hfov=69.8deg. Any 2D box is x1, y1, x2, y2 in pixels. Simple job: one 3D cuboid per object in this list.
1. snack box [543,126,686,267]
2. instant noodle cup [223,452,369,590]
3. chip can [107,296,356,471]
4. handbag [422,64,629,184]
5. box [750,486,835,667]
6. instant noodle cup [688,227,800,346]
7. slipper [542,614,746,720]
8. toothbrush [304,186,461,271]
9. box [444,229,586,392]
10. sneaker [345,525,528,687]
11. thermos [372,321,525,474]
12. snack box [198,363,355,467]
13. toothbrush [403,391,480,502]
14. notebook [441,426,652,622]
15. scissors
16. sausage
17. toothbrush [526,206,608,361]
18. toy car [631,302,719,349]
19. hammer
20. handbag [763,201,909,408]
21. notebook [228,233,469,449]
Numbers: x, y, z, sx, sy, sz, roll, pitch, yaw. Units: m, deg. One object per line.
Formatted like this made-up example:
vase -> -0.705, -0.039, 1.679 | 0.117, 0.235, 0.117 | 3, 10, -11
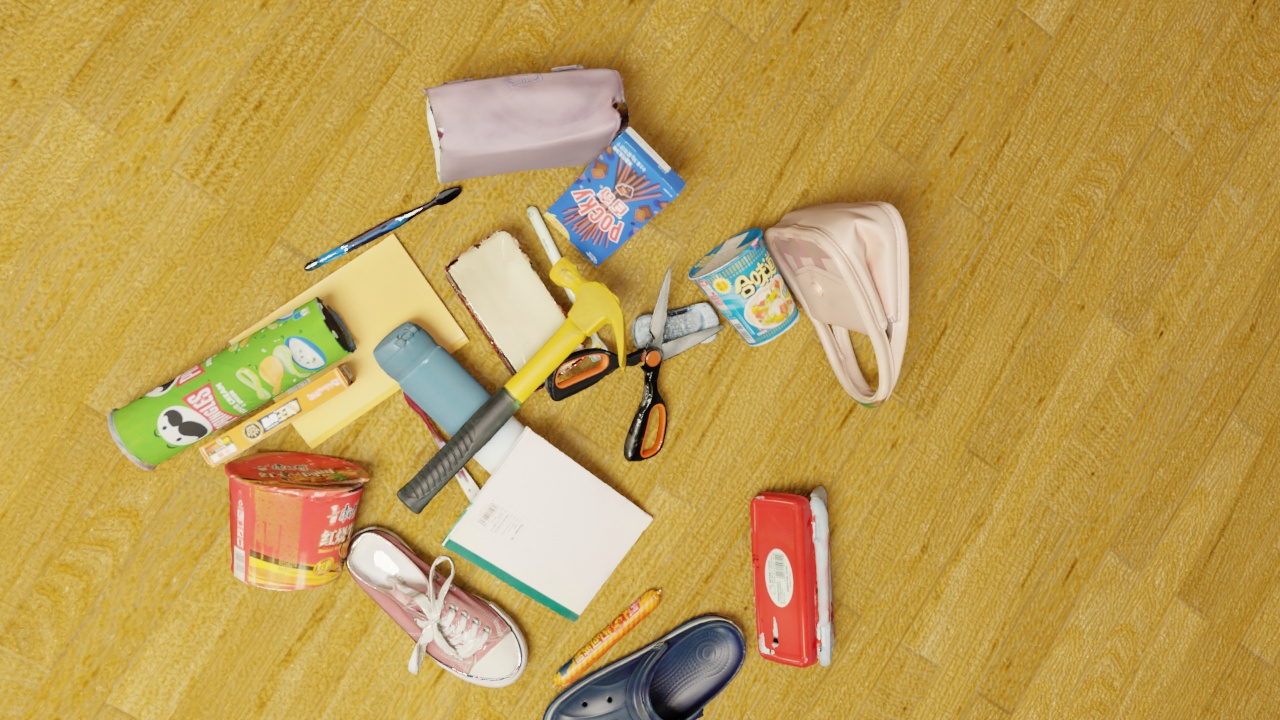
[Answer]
snack box -> -0.031, -0.171, 0.982 | 0.084, 0.158, 0.026 | 44, 47, -10
instant noodle cup -> -0.354, 0.162, 0.931 | 0.138, 0.138, 0.108 | 8, 98, -12
chip can -> -0.411, 0.021, 0.933 | 0.236, 0.072, 0.072 | -31, 97, -6
handbag -> -0.122, -0.251, 0.960 | 0.197, 0.145, 0.098 | -11, 96, -13
box -> 0.195, 0.252, 1.084 | 0.100, 0.096, 0.201 | -7, 94, -50
instant noodle cup -> 0.124, -0.078, 1.046 | 0.099, 0.099, 0.110 | -37, 106, -9
slipper -> 0.015, 0.380, 1.030 | 0.252, 0.095, 0.105 | -28, 94, -14
toothbrush -> -0.279, -0.143, 0.998 | 0.189, 0.016, 0.014 | -29, 106, -7
box -> -0.133, -0.054, 0.996 | 0.091, 0.078, 0.168 | -35, 98, -10
sneaker -> -0.218, 0.271, 0.979 | 0.241, 0.088, 0.118 | 43, 82, -9
thermos -> -0.191, 0.050, 0.986 | 0.070, 0.070, 0.220 | -46, 103, -8
snack box -> -0.367, 0.054, 0.939 | 0.153, 0.075, 0.026 | -32, 98, -8
toothbrush -> -0.210, 0.109, 1.016 | 0.016, 0.017, 0.187 | -33, 100, -13
notebook -> -0.095, 0.184, 0.998 | 0.209, 0.012, 0.150 | 42, 82, -35
scissors -> -0.005, 0.009, 1.018 | 0.220, 0.022, 0.233 | -4, 110, -30
sausage -> -0.037, 0.319, 1.052 | 0.165, 0.021, 0.021 | -40, 99, -9
toothbrush -> -0.083, -0.087, 1.036 | 0.020, 0.029, 0.189 | -31, 98, -52
toy car -> 0.043, -0.037, 1.058 | 0.105, 0.031, 0.049 | -14, 96, -13
hammer -> -0.131, 0.037, 0.935 | 0.129, 0.033, 0.300 | 43, 85, 14
handbag -> 0.233, -0.058, 1.027 | 0.093, 0.193, 0.234 | -21, 105, -9
notebook -> -0.311, -0.022, 0.993 | 0.206, 0.010, 0.146 | -36, 98, -9
